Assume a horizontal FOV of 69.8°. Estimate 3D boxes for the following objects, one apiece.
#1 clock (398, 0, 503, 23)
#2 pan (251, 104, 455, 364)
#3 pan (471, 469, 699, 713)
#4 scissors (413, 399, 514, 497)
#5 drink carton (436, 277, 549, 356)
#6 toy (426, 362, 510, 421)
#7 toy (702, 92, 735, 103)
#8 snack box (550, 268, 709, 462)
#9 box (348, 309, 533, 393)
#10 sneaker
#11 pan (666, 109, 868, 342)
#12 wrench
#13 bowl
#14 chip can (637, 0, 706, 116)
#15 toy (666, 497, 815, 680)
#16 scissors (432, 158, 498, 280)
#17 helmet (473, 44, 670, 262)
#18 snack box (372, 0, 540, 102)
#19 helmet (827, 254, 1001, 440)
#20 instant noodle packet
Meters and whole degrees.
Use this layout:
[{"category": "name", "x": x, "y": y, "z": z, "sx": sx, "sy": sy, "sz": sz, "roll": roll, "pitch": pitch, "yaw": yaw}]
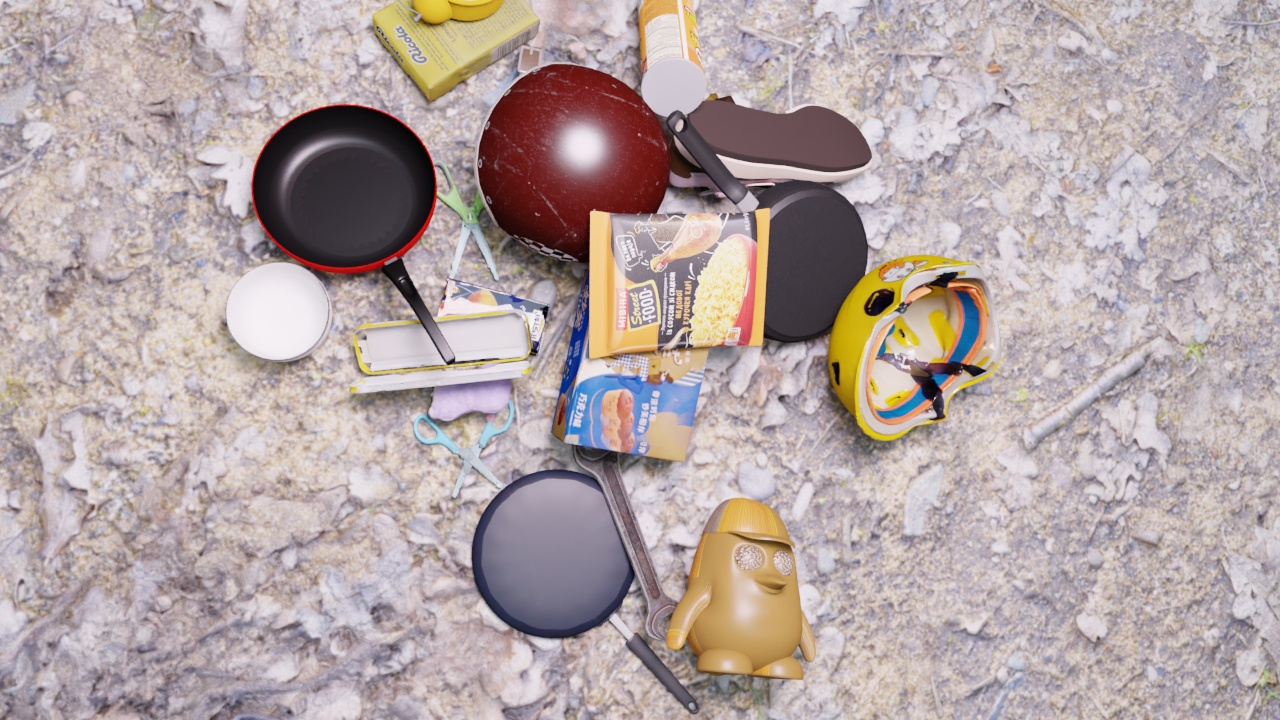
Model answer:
[{"category": "clock", "x": -0.229, "y": -0.468, "z": 1.118, "sx": 0.151, "sy": 0.052, "sz": 0.113, "roll": -22, "pitch": 82, "yaw": -19}, {"category": "pan", "x": -0.308, "y": -0.140, "z": 1.074, "sx": 0.208, "sy": 0.067, "sz": 0.356, "roll": -30, "pitch": 82, "yaw": -14}, {"category": "pan", "x": -0.048, "y": 0.289, "z": 1.098, "sx": 0.198, "sy": 0.021, "sz": 0.356, "roll": -42, "pitch": 91, "yaw": -13}, {"category": "scissors", "x": -0.212, "y": 0.095, "z": 1.101, "sx": 0.135, "sy": 0.015, "sz": 0.135, "roll": 24, "pitch": 73, "yaw": -4}, {"category": "drink carton", "x": -0.178, "y": -0.053, "z": 1.113, "sx": 0.130, "sy": 0.040, "sz": 0.064, "roll": 14, "pitch": 80, "yaw": -8}, {"category": "toy", "x": -0.203, "y": 0.035, "z": 1.094, "sx": 0.100, "sy": 0.036, "sz": 0.080, "roll": -6, "pitch": 50, "yaw": 3}, {"category": "toy", "x": 0.081, "y": -0.323, "z": 1.188, "sx": 0.100, "sy": 0.062, "sz": 0.076, "roll": 42, "pitch": 113, "yaw": -16}, {"category": "snack box", "x": -0.006, "y": 0.006, "z": 1.085, "sx": 0.155, "sy": 0.069, "sz": 0.202, "roll": 12, "pitch": 92, "yaw": -22}, {"category": "box", "x": -0.231, "y": -0.014, "z": 1.061, "sx": 0.209, "sy": 0.079, "sz": 0.080, "roll": -5, "pitch": 97, "yaw": 1}, {"category": "sneaker", "x": 0.163, "y": -0.253, "z": 1.184, "sx": 0.293, "sy": 0.117, "sz": 0.111, "roll": -6, "pitch": 66, "yaw": -29}, {"category": "pan", "x": 0.150, "y": -0.164, "z": 1.101, "sx": 0.204, "sy": 0.044, "sz": 0.355, "roll": -49, "pitch": 122, "yaw": -4}, {"category": "wrench", "x": -0.014, "y": 0.201, "z": 1.100, "sx": 0.070, "sy": 0.010, "sz": 0.273, "roll": -16, "pitch": 79, "yaw": -29}, {"category": "bowl", "x": -0.411, "y": -0.053, "z": 1.059, "sx": 0.113, "sy": 0.063, "sz": 0.113, "roll": 1, "pitch": 85, "yaw": -8}, {"category": "chip can", "x": 0.035, "y": -0.389, "z": 1.126, "sx": 0.075, "sy": 0.075, "sz": 0.214, "roll": 7, "pitch": 46, "yaw": -9}, {"category": "toy", "x": 0.126, "y": 0.261, "z": 1.069, "sx": 0.198, "sy": 0.163, "sz": 0.203, "roll": 14, "pitch": 68, "yaw": -24}, {"category": "scissors", "x": -0.219, "y": -0.178, "z": 1.140, "sx": 0.138, "sy": 0.028, "sz": 0.170, "roll": 14, "pitch": 75, "yaw": -10}, {"category": "helmet", "x": -0.081, "y": -0.237, "z": 1.081, "sx": 0.234, "sy": 0.254, "sz": 0.233, "roll": 31, "pitch": 87, "yaw": -13}, {"category": "snack box", "x": -0.228, "y": -0.422, "z": 1.157, "sx": 0.180, "sy": 0.045, "sz": 0.121, "roll": -38, "pitch": 87, "yaw": -16}, {"category": "helmet", "x": 0.315, "y": -0.027, "z": 1.138, "sx": 0.240, "sy": 0.139, "sz": 0.209, "roll": -39, "pitch": 126, "yaw": -8}, {"category": "instant noodle packet", "x": 0.046, "y": -0.088, "z": 1.035, "sx": 0.220, "sy": 0.032, "sz": 0.160, "roll": -5, "pitch": 105, "yaw": -23}]
